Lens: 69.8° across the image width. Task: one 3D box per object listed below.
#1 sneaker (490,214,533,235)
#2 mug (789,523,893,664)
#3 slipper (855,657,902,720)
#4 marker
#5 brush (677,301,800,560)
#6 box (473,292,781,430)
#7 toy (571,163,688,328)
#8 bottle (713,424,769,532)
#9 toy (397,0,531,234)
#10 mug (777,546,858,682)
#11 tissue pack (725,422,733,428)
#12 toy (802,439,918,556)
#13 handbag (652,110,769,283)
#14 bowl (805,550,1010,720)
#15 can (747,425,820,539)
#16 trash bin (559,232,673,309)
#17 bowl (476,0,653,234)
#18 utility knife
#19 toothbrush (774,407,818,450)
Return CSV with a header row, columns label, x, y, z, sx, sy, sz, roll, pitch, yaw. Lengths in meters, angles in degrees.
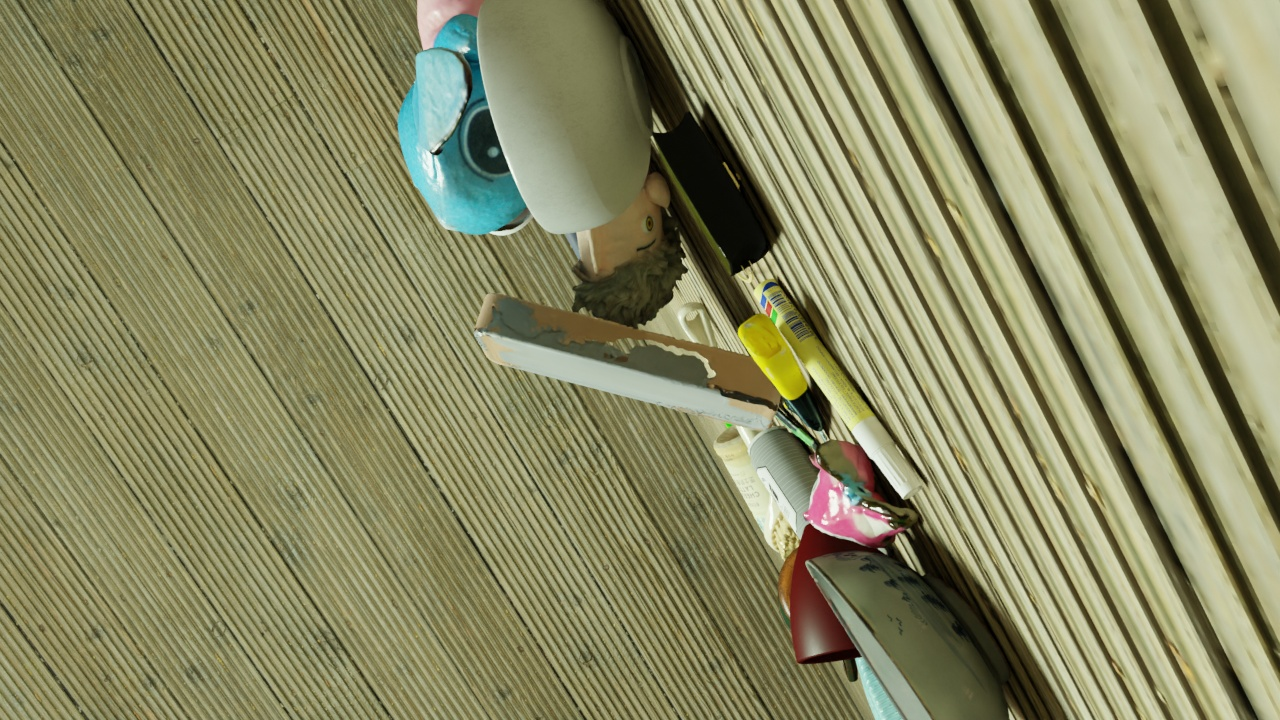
label,x,y,z,sx,sy,sz,roll,pitch,yaw
sneaker,-0.138,-0.226,0.718,0.097,0.091,0.245,28,-125,-63
mug,0.149,0.156,0.633,0.114,0.087,0.088,16,-124,-44
slipper,0.228,0.303,0.754,0.275,0.069,0.116,-96,-16,-57
marker,0.095,0.011,0.453,0.132,0.014,0.014,59,179,29
brush,0.103,0.069,0.848,0.272,0.062,0.077,64,163,-2
box,-0.004,0.004,0.676,0.157,0.216,0.063,-22,-54,-83
toy,-0.012,-0.110,0.665,0.132,0.076,0.176,-59,-43,-58
bottle,0.135,0.138,0.917,0.162,0.056,0.056,60,179,-9
toy,-0.100,-0.176,0.564,0.224,0.099,0.191,27,-113,-81
mug,0.157,0.203,0.745,0.081,0.085,0.111,66,-170,-66
tissue pack,0.133,0.113,0.992,0.114,0.034,0.099,62,180,-12
toy,0.120,0.085,0.524,0.065,0.050,0.102,54,-178,23
handbag,0.041,-0.079,0.502,0.084,0.027,0.178,59,-176,3
bowl,0.153,0.156,0.491,0.150,0.057,0.151,58,178,2
can,0.125,0.101,0.714,0.106,0.044,0.044,59,179,39
trash bin,-0.037,-0.119,0.962,0.161,0.092,0.093,61,178,-39
bowl,-0.031,-0.139,0.493,0.131,0.064,0.132,-11,-91,-78
utility knife,0.088,0.018,0.523,0.028,0.020,0.198,61,-172,26
toothbrush,0.110,0.040,0.737,0.014,0.017,0.188,56,177,-19
